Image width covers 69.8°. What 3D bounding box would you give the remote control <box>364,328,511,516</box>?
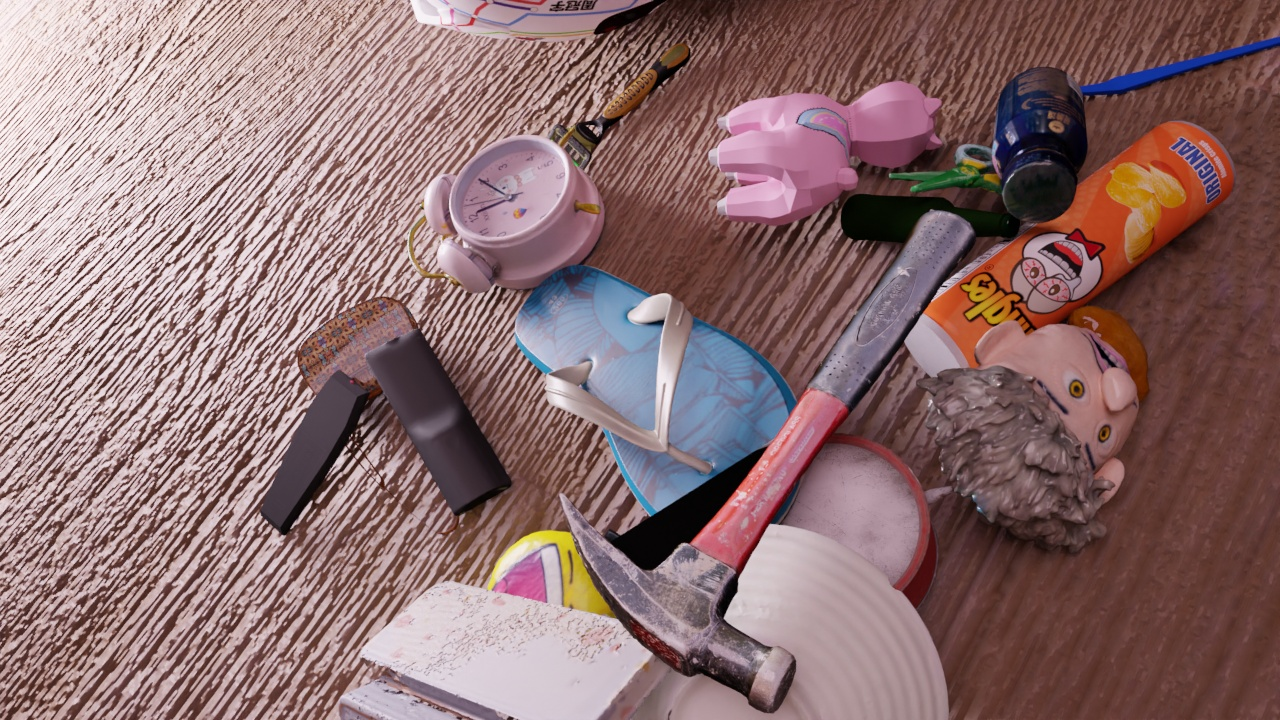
[{"bbox_3d":[-0.144,0.040,0.648,0.045,0.021,0.140,-29,70,-18],"label":"remote control"}]

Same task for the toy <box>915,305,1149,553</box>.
[{"bbox_3d":[0.238,0.029,0.516,0.175,0.133,0.076,-41,14,-26],"label":"toy"}]

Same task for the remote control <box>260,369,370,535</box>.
[{"bbox_3d":[-0.238,0.068,0.663,0.039,0.010,0.125,33,97,21],"label":"remote control"}]

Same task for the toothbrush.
[{"bbox_3d":[0.365,-0.202,0.652,0.187,0.011,0.016,-13,59,7],"label":"toothbrush"}]

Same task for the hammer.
[{"bbox_3d":[0.092,0.020,0.498,0.140,0.036,0.325,25,57,28],"label":"hammer"}]

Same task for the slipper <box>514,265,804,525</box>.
[{"bbox_3d":[-0.003,0.003,0.587,0.118,0.060,0.295,-43,45,-6],"label":"slipper"}]

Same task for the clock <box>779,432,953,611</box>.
[{"bbox_3d":[0.095,0.101,0.539,0.157,0.062,0.109,10,66,28],"label":"clock"}]

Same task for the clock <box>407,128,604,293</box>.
[{"bbox_3d":[-0.109,-0.112,0.719,0.158,0.059,0.116,-23,58,5],"label":"clock"}]

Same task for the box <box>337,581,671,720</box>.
[{"bbox_3d":[-0.075,0.196,0.495,0.218,0.094,0.121,-4,93,48],"label":"box"}]

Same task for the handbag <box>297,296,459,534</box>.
[{"bbox_3d":[-0.177,0.045,0.678,0.093,0.043,0.195,-32,67,-6],"label":"handbag"}]

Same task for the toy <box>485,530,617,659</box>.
[{"bbox_3d":[-0.056,0.152,0.570,0.094,0.041,0.095,-13,60,16],"label":"toy"}]

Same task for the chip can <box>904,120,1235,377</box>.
[{"bbox_3d":[0.265,-0.065,0.575,0.210,0.062,0.062,-36,58,-4],"label":"chip can"}]

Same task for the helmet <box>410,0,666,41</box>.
[{"bbox_3d":[-0.063,-0.385,0.754,0.314,0.236,0.231,-16,90,-13],"label":"helmet"}]

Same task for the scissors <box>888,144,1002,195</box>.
[{"bbox_3d":[0.211,-0.129,0.618,0.131,0.013,0.078,-3,41,-23],"label":"scissors"}]

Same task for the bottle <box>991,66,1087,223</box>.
[{"bbox_3d":[0.255,-0.140,0.588,0.056,0.056,0.160,6,36,20],"label":"bottle"}]

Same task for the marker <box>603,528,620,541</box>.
[{"bbox_3d":[0.027,0.136,0.566,0.123,0.018,0.015,27,68,28],"label":"marker"}]

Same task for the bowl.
[{"bbox_3d":[0.059,0.176,0.457,0.177,0.070,0.177,1,93,22],"label":"bowl"}]

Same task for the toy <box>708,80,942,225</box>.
[{"bbox_3d":[0.132,-0.151,0.651,0.158,0.067,0.123,-4,36,14],"label":"toy"}]

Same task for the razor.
[{"bbox_3d":[-0.012,-0.218,0.769,0.144,0.021,0.044,-43,77,-7],"label":"razor"}]

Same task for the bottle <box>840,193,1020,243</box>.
[{"bbox_3d":[0.189,-0.092,0.604,0.123,0.033,0.033,15,65,51],"label":"bottle"}]
